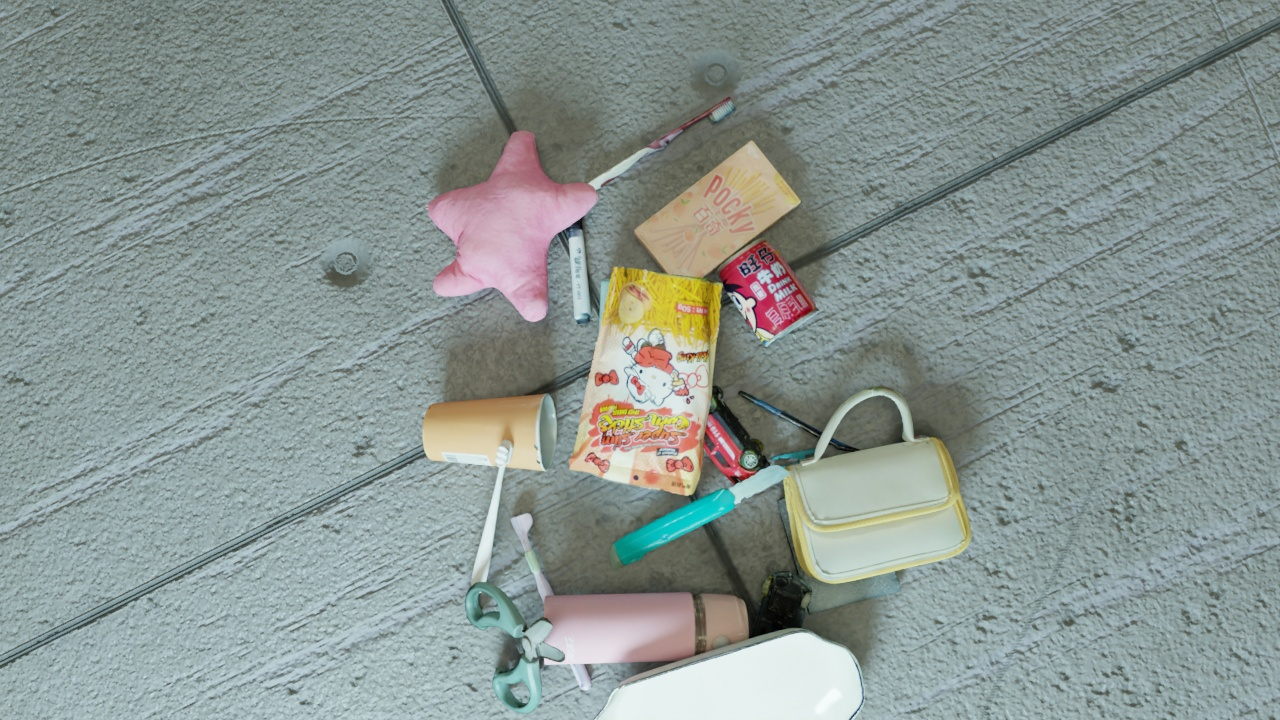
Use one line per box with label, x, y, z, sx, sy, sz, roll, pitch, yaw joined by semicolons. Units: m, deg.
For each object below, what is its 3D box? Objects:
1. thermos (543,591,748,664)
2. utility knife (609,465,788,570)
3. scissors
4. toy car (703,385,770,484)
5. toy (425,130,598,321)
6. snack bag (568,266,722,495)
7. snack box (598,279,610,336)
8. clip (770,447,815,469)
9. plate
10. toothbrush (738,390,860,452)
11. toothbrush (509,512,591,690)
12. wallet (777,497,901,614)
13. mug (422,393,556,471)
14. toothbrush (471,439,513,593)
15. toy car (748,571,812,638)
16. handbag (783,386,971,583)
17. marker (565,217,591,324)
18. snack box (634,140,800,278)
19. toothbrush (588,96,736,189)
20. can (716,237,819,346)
thermos;0.004;0.270;0.902;0.198;0.067;0.087;1;113;-6
utility knife;0.054;0.155;0.915;0.209;0.013;0.029;-29;84;16
scissors;-0.126;0.260;0.884;0.019;0.178;0.169;-17;63;-36
toy car;0.084;0.075;0.923;0.045;0.052;0.120;-35;88;16
toy;-0.143;-0.147;0.947;0.179;0.074;0.194;19;83;15
snack bag;0.010;0.019;0.881;0.128;0.073;0.208;10;92;0
snack box;-0.006;0.005;0.934;0.074;0.051;0.174;2;85;3
clip;0.161;0.101;0.937;0.057;0.014;0.048;-7;87;1
plate;0.082;0.332;0.884;0.266;0.034;0.162;-19;117;2
toothbrush;0.184;0.078;0.938;0.189;0.014;0.016;27;103;5
toothbrush;-0.090;0.246;0.935;0.029;0.021;0.189;-26;85;38
wallet;0.200;0.186;0.926;0.097;0.019;0.121;-15;83;0
mug;-0.152;0.073;0.928;0.123;0.078;0.078;-1;85;8
toothbrush;-0.149;0.160;0.910;0.016;0.016;0.180;18;112;8
toy car;0.138;0.258;0.911;0.049;0.031;0.105;16;99;16
handbag;0.223;0.117;0.895;0.163;0.063;0.178;-11;82;-2
marker;-0.067;-0.103;0.965;0.023;0.018;0.130;-6;84;11
snack box;0.079;-0.148;0.956;0.157;0.026;0.084;-38;84;0
toothbrush;0.019;-0.225;0.973;0.187;0.016;0.017;-32;94;-1
can;0.127;-0.069;0.927;0.066;0.066;0.094;-34;84;-1
